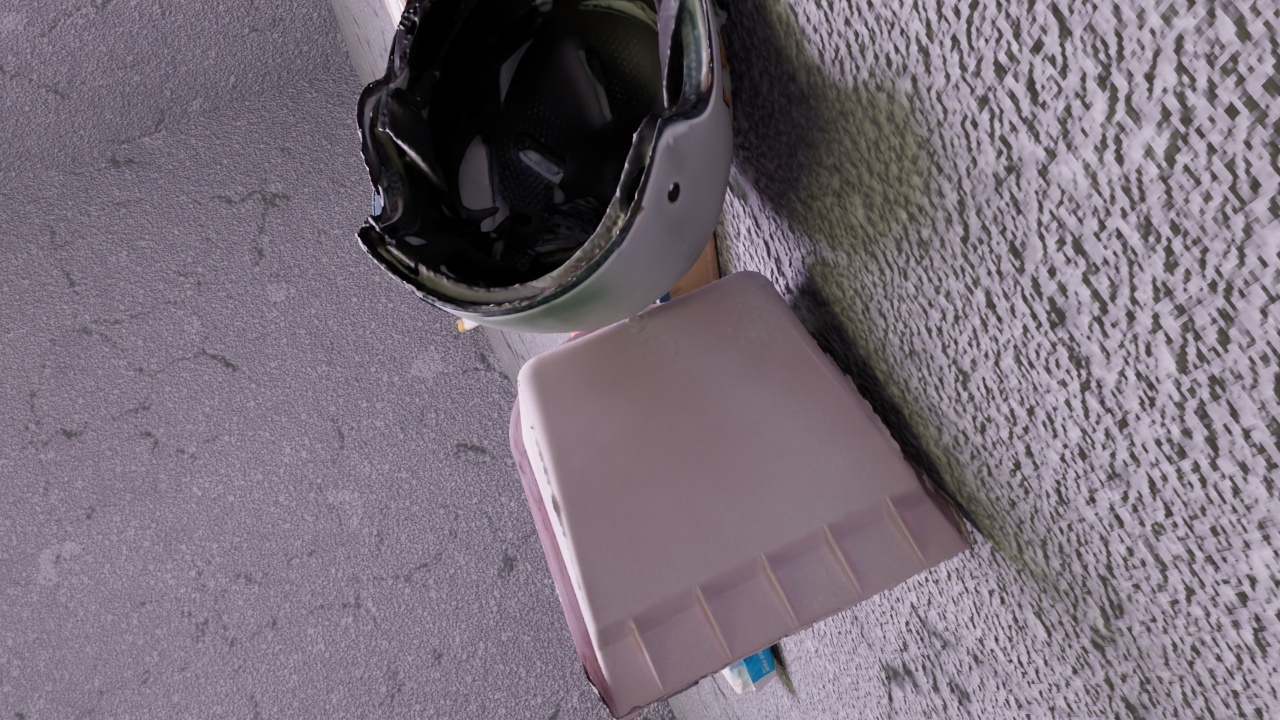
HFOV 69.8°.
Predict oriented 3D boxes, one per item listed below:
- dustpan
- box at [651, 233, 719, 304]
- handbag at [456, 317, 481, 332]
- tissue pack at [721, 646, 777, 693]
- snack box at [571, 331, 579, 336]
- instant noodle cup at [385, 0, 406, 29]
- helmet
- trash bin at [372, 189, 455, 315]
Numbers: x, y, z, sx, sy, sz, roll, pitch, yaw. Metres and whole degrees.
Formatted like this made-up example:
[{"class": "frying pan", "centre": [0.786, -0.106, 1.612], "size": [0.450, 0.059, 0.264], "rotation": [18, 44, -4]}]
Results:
[{"class": "dustpan", "centre": [0.035, 0.060, 0.584], "size": [0.139, 0.222, 0.273], "rotation": [92, 156, -68]}, {"class": "box", "centre": [0.019, -0.080, 0.724], "size": [0.089, 0.059, 0.184], "rotation": [51, 163, 46]}, {"class": "handbag", "centre": [-0.141, -0.076, 1.113], "size": [0.063, 0.178, 0.163], "rotation": [62, 167, -11]}, {"class": "tissue pack", "centre": [0.109, 0.326, 1.110], "size": [0.140, 0.063, 0.090], "rotation": [43, 157, 62]}, {"class": "snack box", "centre": [-0.023, -0.011, 0.971], "size": [0.091, 0.080, 0.082], "rotation": [67, 168, -8]}, {"class": "instant noodle cup", "centre": [-0.190, -0.360, 0.925], "size": [0.151, 0.111, 0.151], "rotation": [59, 166, 24]}, {"class": "helmet", "centre": [-0.040, -0.132, 0.553], "size": [0.157, 0.230, 0.273], "rotation": [41, -143, -54]}, {"class": "trash bin", "centre": [-0.099, -0.128, 0.823], "size": [0.195, 0.226, 0.227], "rotation": [25, 140, 52]}]
